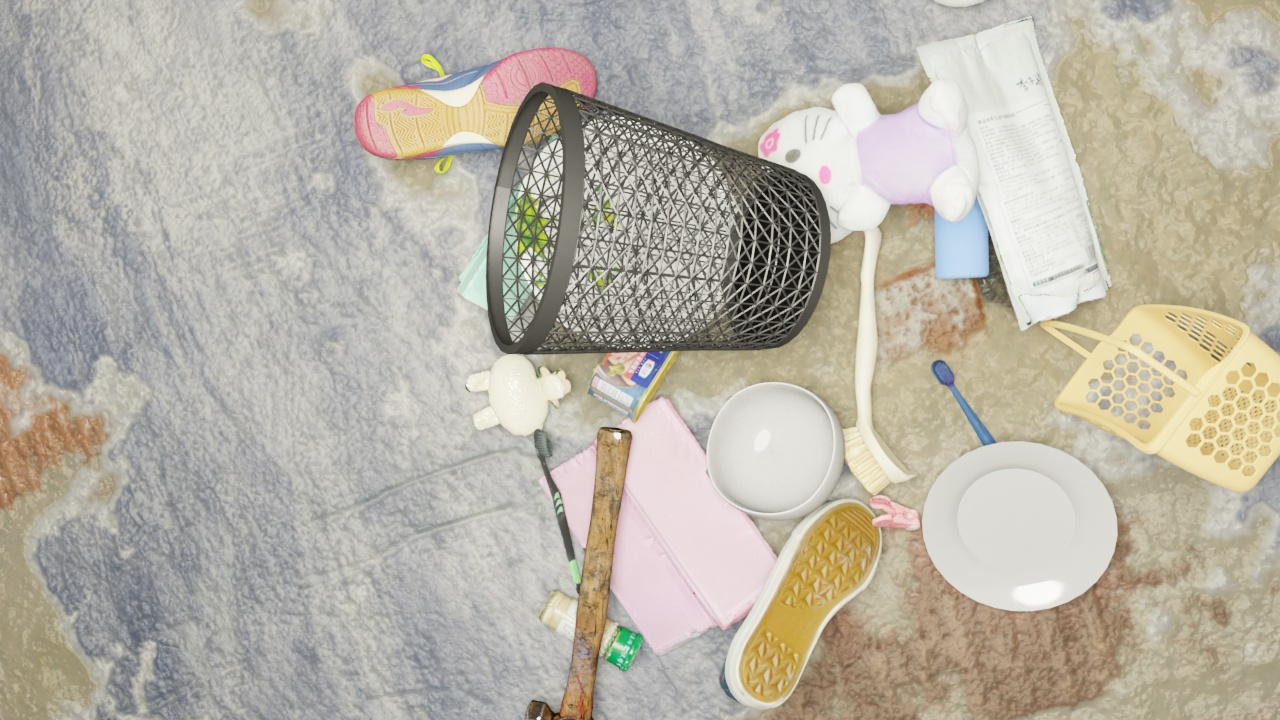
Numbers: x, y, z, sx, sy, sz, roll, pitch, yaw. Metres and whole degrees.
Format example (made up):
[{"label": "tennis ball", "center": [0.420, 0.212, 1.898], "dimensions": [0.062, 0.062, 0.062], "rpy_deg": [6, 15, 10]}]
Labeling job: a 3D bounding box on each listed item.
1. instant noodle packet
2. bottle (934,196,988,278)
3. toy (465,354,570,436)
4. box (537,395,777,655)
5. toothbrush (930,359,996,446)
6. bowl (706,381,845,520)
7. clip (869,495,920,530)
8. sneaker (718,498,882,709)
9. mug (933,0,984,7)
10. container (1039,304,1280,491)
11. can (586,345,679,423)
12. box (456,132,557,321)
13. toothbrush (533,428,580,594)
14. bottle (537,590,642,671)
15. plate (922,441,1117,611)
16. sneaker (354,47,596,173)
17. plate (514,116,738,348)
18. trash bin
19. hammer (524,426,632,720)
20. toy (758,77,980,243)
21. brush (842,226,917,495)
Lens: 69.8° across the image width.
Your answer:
[{"label": "instant noodle packet", "center": [0.348, -0.173, 0.843], "dimensions": [0.146, 0.057, 0.269], "rpy_deg": [-21, 92, -26]}, {"label": "bottle", "center": [0.302, -0.144, 0.866], "dimensions": [0.048, 0.048, 0.131], "rpy_deg": [-2, 95, 8]}, {"label": "toy", "center": [-0.124, 0.035, 0.944], "dimensions": [0.112, 0.050, 0.087], "rpy_deg": [-16, 97, 3]}, {"label": "box", "center": [0.020, 0.175, 0.936], "dimensions": [0.180, 0.055, 0.233], "rpy_deg": [-36, 89, 11]}, {"label": "toothbrush", "center": [0.341, 0.080, 0.896], "dimensions": [0.016, 0.017, 0.190], "rpy_deg": [-33, 90, 10]}, {"label": "bowl", "center": [0.136, 0.091, 0.892], "dimensions": [0.132, 0.064, 0.131], "rpy_deg": [-10, 68, 27]}, {"label": "clip", "center": [0.252, 0.156, 0.902], "dimensions": [0.057, 0.035, 0.022], "rpy_deg": [17, 139, -20]}, {"label": "sneaker", "center": [0.145, 0.227, 0.878], "dimensions": [0.087, 0.079, 0.234], "rpy_deg": [43, 61, -2]}, {"label": "mug", "center": [0.285, -0.383, 0.833], "dimensions": [0.090, 0.076, 0.124], "rpy_deg": [-32, 90, 10]}, {"label": "container", "center": [0.443, 0.013, 0.793], "dimensions": [0.167, 0.183, 0.129], "rpy_deg": [33, 99, -3]}, {"label": "can", "center": [-0.005, 0.005, 0.906], "dimensions": [0.059, 0.054, 0.099], "rpy_deg": [29, 62, 6]}, {"label": "box", "center": [-0.116, -0.140, 0.940], "dimensions": [0.077, 0.079, 0.189], "rpy_deg": [27, 101, -36]}, {"label": "toothbrush", "center": [-0.082, 0.159, 0.954], "dimensions": [0.017, 0.014, 0.188], "rpy_deg": [-3, 107, 39]}, {"label": "bottle", "center": [-0.053, 0.282, 0.960], "dimensions": [0.110, 0.042, 0.043], "rpy_deg": [27, 98, 6]}, {"label": "plate", "center": [0.364, 0.158, 0.888], "dimensions": [0.173, 0.019, 0.173], "rpy_deg": [4, 104, 17]}, {"label": "sneaker", "center": [-0.165, -0.259, 0.918], "dimensions": [0.241, 0.091, 0.116], "rpy_deg": [-15, 99, -10]}, {"label": "plate", "center": [-0.011, -0.122, 0.898], "dimensions": [0.229, 0.030, 0.229], "rpy_deg": [1, 86, -17]}, {"label": "trash bin", "center": [0.014, -0.102, 0.787], "dimensions": [0.243, 0.217, 0.217], "rpy_deg": [6, 97, -23]}, {"label": "hammer", "center": [-0.038, 0.230, 0.916], "dimensions": [0.120, 0.033, 0.330], "rpy_deg": [9, 98, 7]}, {"label": "toy", "center": [0.203, -0.179, 0.827], "dimensions": [0.210, 0.085, 0.138], "rpy_deg": [-1, 105, 48]}, {"label": "brush", "center": [0.224, -0.004, 0.892], "dimensions": [0.077, 0.062, 0.272], "rpy_deg": [-3, 91, 4]}]
